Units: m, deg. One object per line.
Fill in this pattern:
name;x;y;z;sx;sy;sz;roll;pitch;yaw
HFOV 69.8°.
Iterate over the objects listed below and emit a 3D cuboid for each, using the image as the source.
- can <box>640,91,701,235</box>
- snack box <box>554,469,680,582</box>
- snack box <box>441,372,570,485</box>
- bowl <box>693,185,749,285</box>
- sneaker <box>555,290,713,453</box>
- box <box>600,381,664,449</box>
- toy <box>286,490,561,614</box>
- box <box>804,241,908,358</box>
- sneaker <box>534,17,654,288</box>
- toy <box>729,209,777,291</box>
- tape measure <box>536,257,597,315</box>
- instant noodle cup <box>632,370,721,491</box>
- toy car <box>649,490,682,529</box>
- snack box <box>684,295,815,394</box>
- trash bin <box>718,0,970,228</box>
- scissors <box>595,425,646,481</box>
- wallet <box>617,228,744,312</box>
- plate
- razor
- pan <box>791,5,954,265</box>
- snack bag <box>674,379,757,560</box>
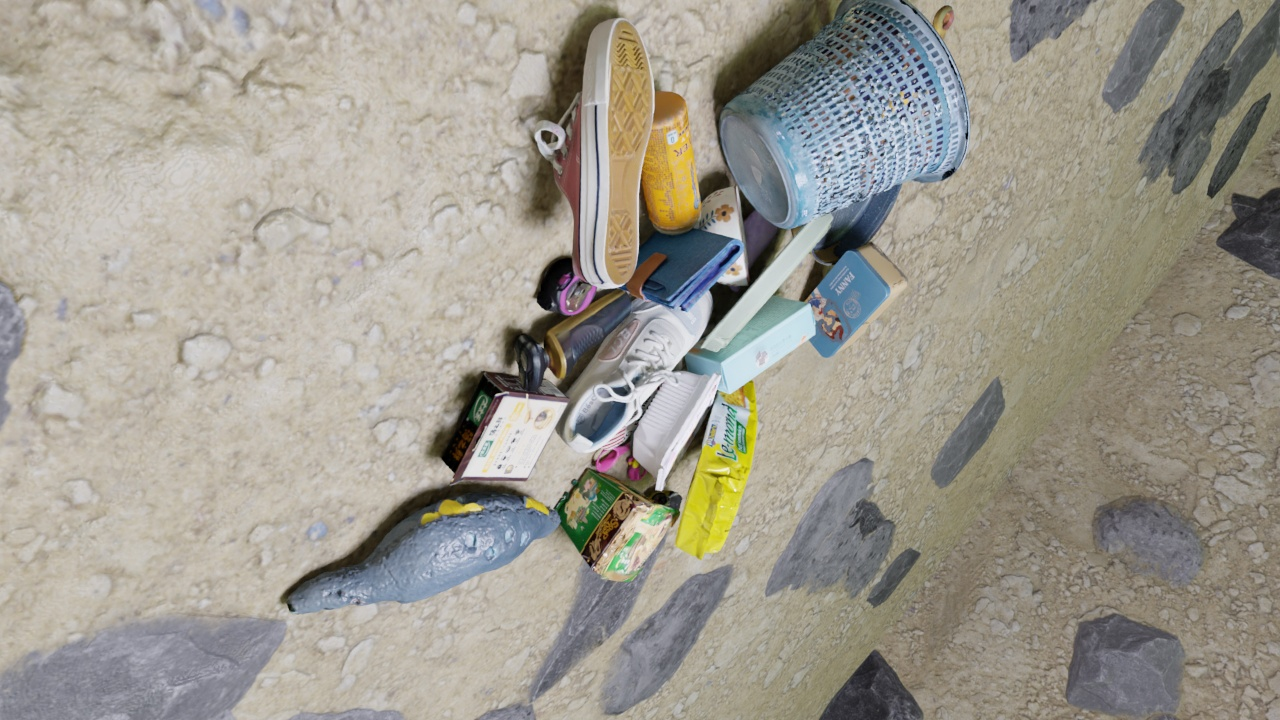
can;0.027;-0.200;0.941;0.058;0.058;0.146;-39;144;-19
snack box;-0.036;0.206;1.193;0.118;0.105;0.117;-54;148;4
snack box;-0.149;0.075;0.987;0.125;0.053;0.113;12;112;-52
bowl;0.088;-0.139;1.048;0.062;0.113;0.113;-7;141;8
sneaker;-0.006;0.006;1.037;0.089;0.091;0.242;41;92;-18
box;-0.013;0.035;1.129;0.164;0.060;0.072;-58;168;8
toy;-0.207;0.205;1.017;0.355;0.091;0.138;-13;157;-42
box;0.296;-0.087;1.289;0.062;0.090;0.185;-26;158;-34
sneaker;-0.047;-0.188;0.844;0.118;0.088;0.241;-13;109;-59
toy;0.133;-0.141;1.136;0.108;0.039;0.084;-55;146;-1
tape measure;-0.073;-0.075;0.952;0.057;0.039;0.058;9;113;-52
instant noodle cup;0.038;0.082;1.159;0.137;0.060;0.174;-58;169;-17
toy car;-0.004;0.238;1.315;0.155;0.041;0.071;-33;142;-24
snack box;0.147;-0.024;1.217;0.174;0.074;0.052;-33;122;-27
trash bin;0.201;-0.252;0.989;0.195;0.226;0.227;-30;142;-9
scissors;-0.012;0.116;1.221;0.133;0.017;0.133;-29;135;-35
wallet;0.034;-0.102;0.976;0.106;0.133;0.040;-44;122;-13
plate;0.155;-0.096;1.114;0.230;0.027;0.230;-50;178;-2
razor;-0.071;-0.031;0.987;0.167;0.067;0.062;-38;155;-36
pan;0.306;-0.281;1.178;0.197;0.078;0.358;-21;135;-39
snack bag;0.110;0.137;1.239;0.245;0.068;0.158;-69;173;-51
